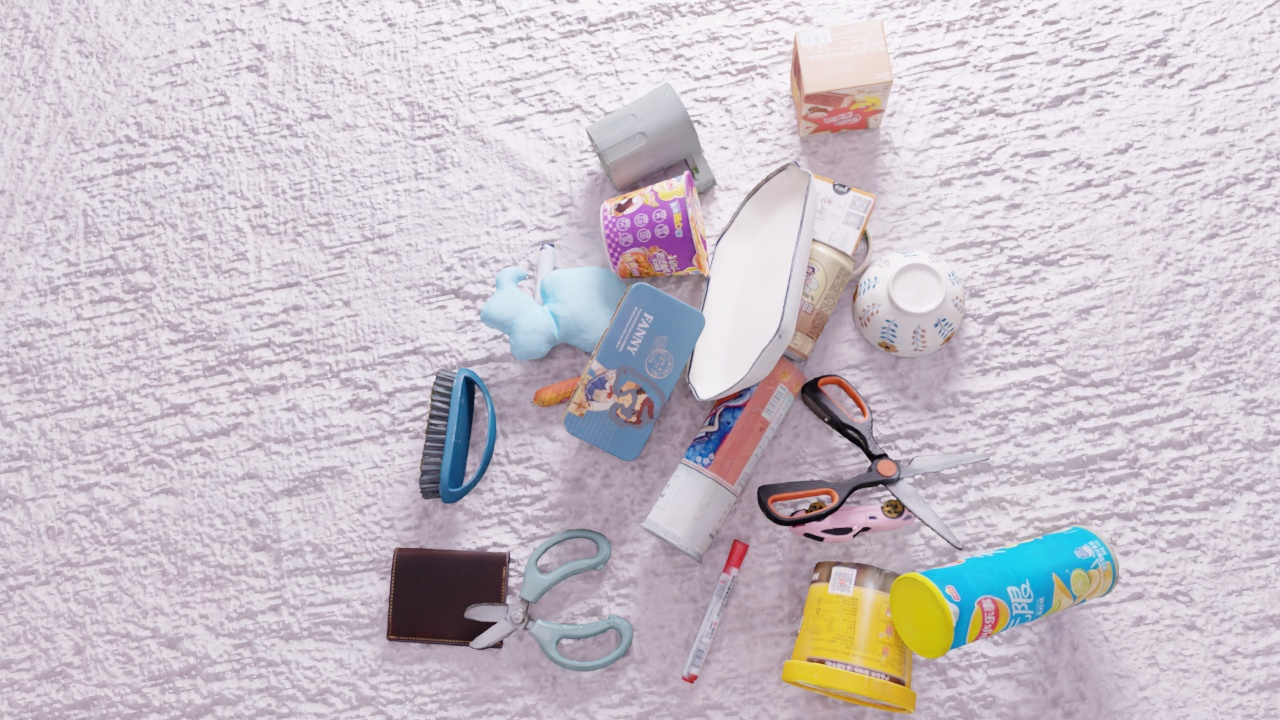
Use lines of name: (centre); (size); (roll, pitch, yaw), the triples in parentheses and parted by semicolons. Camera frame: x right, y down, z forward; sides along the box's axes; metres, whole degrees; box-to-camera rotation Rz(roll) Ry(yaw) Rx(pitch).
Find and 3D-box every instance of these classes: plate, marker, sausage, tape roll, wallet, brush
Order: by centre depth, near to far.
marker: (0.073, 0.247, 0.905); (0.017, 0.017, 0.145); (21, 79, 11)
plate: (0.117, -0.076, 0.913); (0.034, 0.162, 0.265); (26, 60, -21)
wallet: (-0.196, 0.242, 0.937); (0.122, 0.020, 0.096); (2, 81, 6)
brush: (-0.187, 0.078, 0.958); (0.073, 0.055, 0.143); (4, 76, 9)
sausage: (-0.039, 0.020, 0.974); (0.165, 0.021, 0.021); (-17, 74, 2)
tape roll: (0.206, -0.123, 0.987); (0.086, 0.014, 0.085); (-2, 76, 6)
marker: (-0.110, -0.067, 1.007); (0.023, 0.018, 0.130); (1, 76, 16)

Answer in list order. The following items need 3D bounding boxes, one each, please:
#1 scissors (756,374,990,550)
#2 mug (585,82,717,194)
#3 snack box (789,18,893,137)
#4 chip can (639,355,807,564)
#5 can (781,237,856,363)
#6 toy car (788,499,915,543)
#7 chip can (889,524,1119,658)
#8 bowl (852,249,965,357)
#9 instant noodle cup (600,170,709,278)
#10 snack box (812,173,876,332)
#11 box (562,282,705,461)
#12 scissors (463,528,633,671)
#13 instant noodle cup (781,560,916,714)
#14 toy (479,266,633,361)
scissors: (0.218, 0.101, 0.890); (0.233, 0.022, 0.220); (-14, 53, -6)
mug: (0.012, -0.226, 1.009); (0.103, 0.083, 0.124); (-27, 99, 0)
snack box: (0.214, -0.302, 0.990); (0.093, 0.094, 0.077); (-7, 75, 4)
chip can: (0.085, 0.092, 0.916); (0.071, 0.071, 0.214); (30, 80, 13)
can: (0.164, -0.060, 0.917); (0.058, 0.058, 0.116); (28, 92, 12)
toy car: (0.205, 0.158, 0.893); (0.122, 0.056, 0.037); (-4, 71, 5)
chip can: (0.324, 0.201, 0.813); (0.209, 0.071, 0.071); (-8, 72, -26)
bowl: (0.278, -0.064, 0.940); (0.113, 0.062, 0.113); (-1, 77, 5)
instant noodle cup: (0.014, -0.136, 0.966); (0.099, 0.111, 0.111); (-9, 75, 10)
snack box: (0.183, -0.112, 0.961); (0.075, 0.026, 0.153); (23, 91, 14)
box: (-0.006, 0.005, 0.928); (0.090, 0.062, 0.184); (25, 93, -7)
scissors: (-0.092, 0.232, 0.920); (0.177, 0.019, 0.172); (5, 76, 3)
instant noodle cup: (0.198, 0.251, 0.843); (0.118, 0.118, 0.114); (11, 70, 9)
toy: (-0.076, -0.054, 0.978); (0.156, 0.050, 0.161); (-42, 82, -16)
